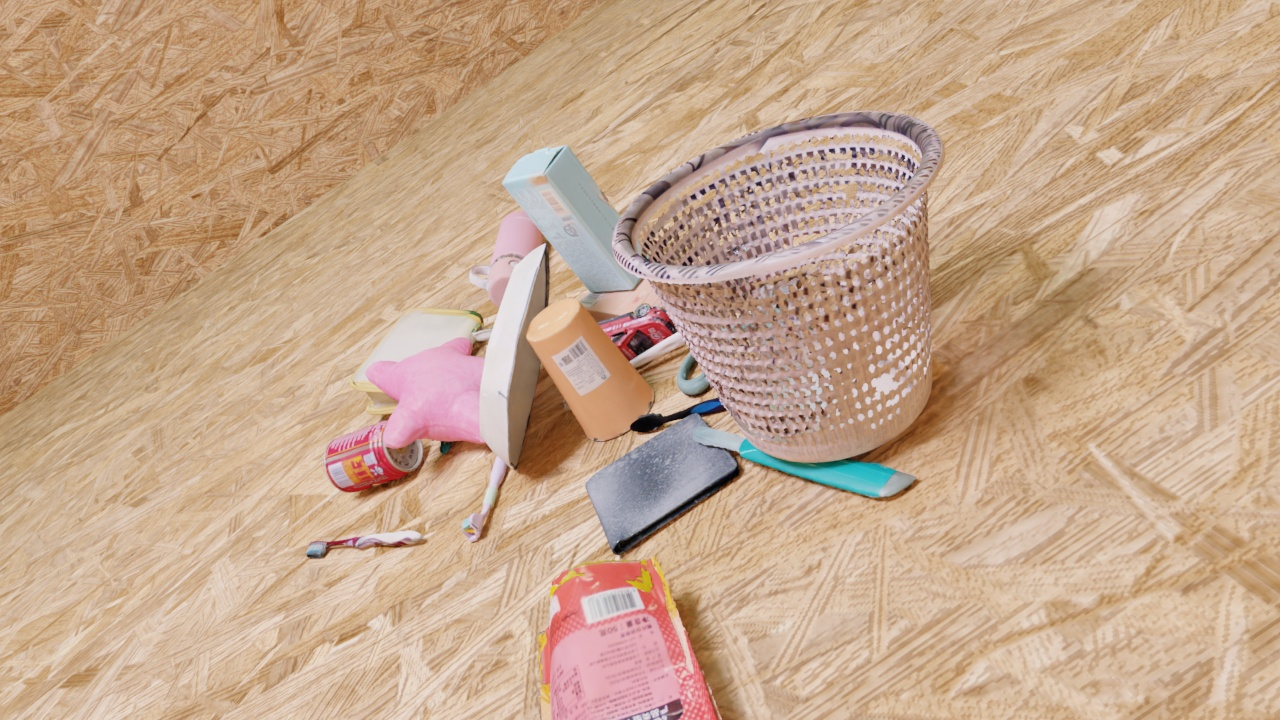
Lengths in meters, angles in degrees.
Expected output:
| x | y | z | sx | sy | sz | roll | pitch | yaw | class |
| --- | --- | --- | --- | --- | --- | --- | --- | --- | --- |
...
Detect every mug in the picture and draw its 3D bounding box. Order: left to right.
| x | y | z | sx | sy | sz | roll | pitch | yaw | class |
| --- | --- | --- | --- | --- | --- | --- | --- | --- | --- |
| -0.051 | 0.006 | 0.857 | 0.078 | 0.123 | 0.078 | -26 | 30 | 16 | mug |

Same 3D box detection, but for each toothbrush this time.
| x | y | z | sx | sy | sz | roll | pitch | yaw | class |
| --- | --- | --- | --- | --- | --- | --- | --- | --- | --- |
| -0.287 | 0.189 | 0.942 | 0.188 | 0.016 | 0.017 | -12 | 43 | 36 | toothbrush |
| -0.143 | 0.104 | 0.917 | 0.021 | 0.029 | 0.188 | 13 | 36 | 0 | toothbrush |
| -0.005 | 0.005 | 0.912 | 0.180 | 0.016 | 0.016 | -29 | 38 | 21 | toothbrush |
| 0.072 | 0.036 | 0.798 | 0.190 | 0.014 | 0.016 | -17 | 8 | 28 | toothbrush |

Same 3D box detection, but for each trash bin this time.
| x | y | z | sx | sy | sz | roll | pitch | yaw | class |
| --- | --- | --- | --- | --- | --- | --- | --- | --- | --- |
| 0.116 | -0.043 | 0.660 | 0.228 | 0.192 | 0.227 | -17 | 30 | 10 | trash bin |

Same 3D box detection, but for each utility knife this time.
| x | y | z | sx | sy | sz | roll | pitch | yaw | class |
| --- | --- | --- | --- | --- | --- | --- | --- | --- | --- |
| 0.112 | 0.073 | 0.691 | 0.209 | 0.013 | 0.029 | 12 | 51 | 49 | utility knife |

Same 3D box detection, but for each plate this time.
| x | y | z | sx | sy | sz | roll | pitch | yaw | class |
| --- | --- | --- | --- | --- | --- | --- | --- | --- | --- |
| -0.126 | -0.010 | 0.931 | 0.034 | 0.162 | 0.265 | 6 | 38 | 0 | plate |

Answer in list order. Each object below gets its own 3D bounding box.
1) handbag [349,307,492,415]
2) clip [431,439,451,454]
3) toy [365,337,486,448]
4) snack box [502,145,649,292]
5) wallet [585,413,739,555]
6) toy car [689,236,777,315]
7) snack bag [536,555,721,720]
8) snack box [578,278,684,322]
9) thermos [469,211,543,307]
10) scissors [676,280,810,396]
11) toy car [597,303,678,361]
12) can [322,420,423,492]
| x | y | z | sx | sy | sz | roll | pitch | yaw | class |
| --- | --- | --- | --- | --- | --- | --- | --- | --- | --- |
| -0.255 | 0.004 | 1.162 | 0.179 | 0.063 | 0.162 | 2 | 43 | 27 | handbag |
| -0.222 | 0.083 | 1.033 | 0.015 | 0.048 | 0.057 | -30 | 25 | 10 | clip |
| -0.203 | 0.036 | 1.011 | 0.178 | 0.075 | 0.194 | -16 | 37 | -18 | toy |
| -0.067 | -0.151 | 1.004 | 0.074 | 0.175 | 0.051 | 2 | 50 | 48 | snack box |
| 0.016 | 0.099 | 0.758 | 0.121 | 0.019 | 0.097 | -34 | 30 | -1 | wallet |
| 0.094 | -0.083 | 0.919 | 0.105 | 0.049 | 0.031 | -40 | 26 | -8 | toy car |
| -0.011 | 0.218 | 0.562 | 0.129 | 0.073 | 0.207 | -35 | 33 | 8 | snack bag |
| -0.003 | -0.072 | 1.028 | 0.084 | 0.026 | 0.157 | -46 | 30 | -20 | snack box |
| -0.183 | -0.141 | 1.270 | 0.198 | 0.087 | 0.067 | -90 | 15 | -57 | thermos |
| 0.117 | -0.026 | 0.842 | 0.177 | 0.019 | 0.169 | -46 | 29 | -22 | scissors |
| -0.018 | -0.018 | 0.933 | 0.121 | 0.053 | 0.045 | -19 | 46 | 29 | toy car |
| -0.298 | 0.106 | 1.026 | 0.094 | 0.066 | 0.066 | -19 | 32 | 27 | can |
